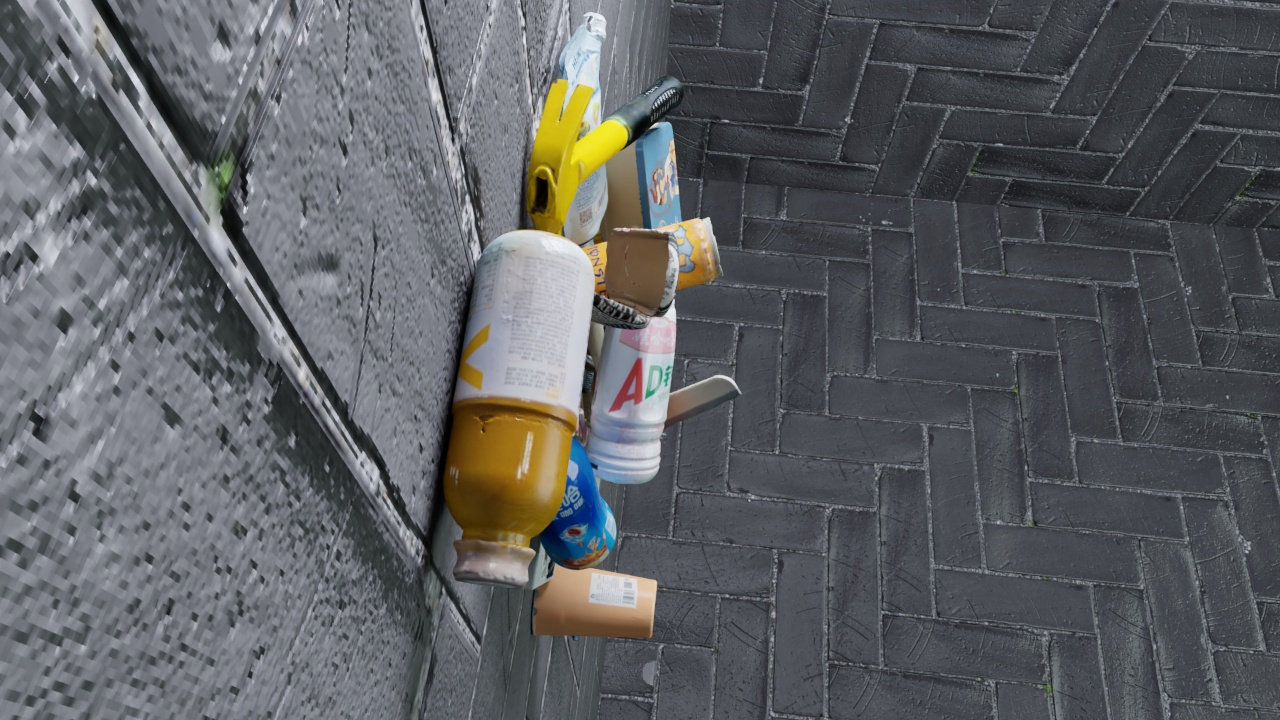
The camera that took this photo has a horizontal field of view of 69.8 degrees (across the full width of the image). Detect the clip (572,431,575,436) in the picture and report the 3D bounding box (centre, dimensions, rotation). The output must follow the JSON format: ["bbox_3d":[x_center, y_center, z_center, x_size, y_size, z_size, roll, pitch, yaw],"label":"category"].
[{"bbox_3d":[-0.074,0.011,0.697,0.034,0.072,0.100,-82,171,-68],"label":"clip"}]

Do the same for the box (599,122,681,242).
[{"bbox_3d":[0.001,-0.147,0.936,0.089,0.062,0.184,-52,139,-53],"label":"box"}]

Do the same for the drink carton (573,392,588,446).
[{"bbox_3d":[-0.071,0.057,0.811,0.123,0.045,0.053,93,3,-64],"label":"drink carton"}]

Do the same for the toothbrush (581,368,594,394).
[{"bbox_3d":[-0.078,0.104,1.160,0.014,0.018,0.189,78,19,-89],"label":"toothbrush"}]

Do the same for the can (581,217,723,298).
[{"bbox_3d":[-0.003,-0.084,0.823,0.058,0.146,0.058,-12,88,-86],"label":"can"}]

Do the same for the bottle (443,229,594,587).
[{"bbox_3d":[-0.067,0.025,0.496,0.068,0.068,0.189,89,7,-72],"label":"bottle"}]

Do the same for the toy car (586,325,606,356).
[{"bbox_3d":[-0.034,-0.077,1.078,0.042,0.070,0.158,21,77,-53],"label":"toy car"}]

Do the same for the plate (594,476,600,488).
[{"bbox_3d":[-0.077,0.215,1.240,0.230,0.027,0.230,109,-11,-90],"label":"plate"}]

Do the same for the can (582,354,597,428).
[{"bbox_3d":[-0.048,0.034,1.211,0.058,0.058,0.116,-82,177,-53],"label":"can"}]

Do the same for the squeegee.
[{"bbox_3d":[-0.040,-0.039,0.879,0.039,0.247,0.246,6,64,-48],"label":"squeegee"}]

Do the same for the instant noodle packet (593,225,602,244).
[{"bbox_3d":[-0.048,-0.137,0.994,0.128,0.044,0.111,-44,136,-86],"label":"instant noodle packet"}]

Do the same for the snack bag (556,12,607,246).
[{"bbox_3d":[-0.050,-0.194,0.783,0.191,0.039,0.110,90,21,-53],"label":"snack bag"}]

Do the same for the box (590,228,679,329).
[{"bbox_3d":[-0.028,-0.063,0.684,0.162,0.086,0.075,-150,-119,-68],"label":"box"}]

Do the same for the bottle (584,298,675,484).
[{"bbox_3d":[-0.005,0.005,0.788,0.068,0.068,0.197,-75,174,-77],"label":"bottle"}]

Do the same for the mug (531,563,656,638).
[{"bbox_3d":[-0.046,0.251,0.952,0.078,0.123,0.078,9,86,-87],"label":"mug"}]

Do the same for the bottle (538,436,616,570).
[{"bbox_3d":[-0.065,0.097,0.701,0.219,0.065,0.065,75,19,-58],"label":"bottle"}]

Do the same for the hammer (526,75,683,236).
[{"bbox_3d":[-0.021,-0.187,0.756,0.299,0.033,0.129,-56,158,-55],"label":"hammer"}]

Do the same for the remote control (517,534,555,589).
[{"bbox_3d":[-0.093,0.179,0.856,0.150,0.021,0.058,78,18,-81],"label":"remote control"}]

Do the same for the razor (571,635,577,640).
[{"bbox_3d":[-0.093,0.275,1.130,0.043,0.022,0.143,31,-57,58],"label":"razor"}]
